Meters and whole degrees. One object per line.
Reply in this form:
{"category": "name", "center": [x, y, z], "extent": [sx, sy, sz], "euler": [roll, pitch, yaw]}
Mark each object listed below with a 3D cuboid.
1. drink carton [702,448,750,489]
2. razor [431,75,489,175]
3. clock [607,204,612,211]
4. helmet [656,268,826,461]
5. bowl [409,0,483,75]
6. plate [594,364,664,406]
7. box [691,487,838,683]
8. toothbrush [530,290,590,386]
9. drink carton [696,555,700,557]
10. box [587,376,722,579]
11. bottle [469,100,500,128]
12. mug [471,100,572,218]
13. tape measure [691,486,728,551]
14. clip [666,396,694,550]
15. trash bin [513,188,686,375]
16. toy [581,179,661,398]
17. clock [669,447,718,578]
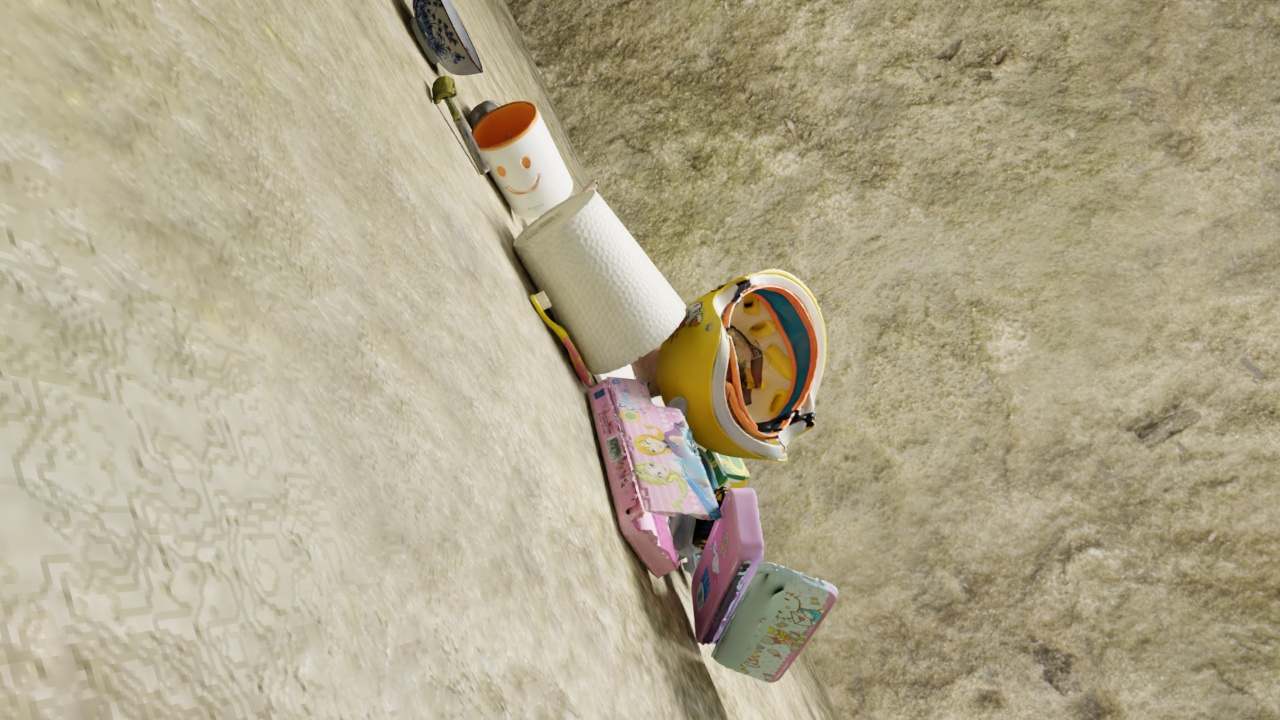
{"category": "drink carton", "center": [0.084, 0.169, 1.172], "extent": [0.041, 0.123, 0.058], "euler": [13, 33, -31]}
{"category": "razor", "center": [-0.181, -0.236, 0.940], "extent": [0.042, 0.026, 0.106], "euler": [-113, 179, -49]}
{"category": "clock", "center": [-0.078, -0.199, 1.513], "extent": [0.159, 0.081, 0.117], "euler": [77, 1, -66]}
{"category": "helmet", "center": [0.110, 0.006, 1.089], "extent": [0.239, 0.140, 0.209], "euler": [-48, 118, -43]}
{"category": "bowl", "center": [-0.220, -0.359, 1.006], "extent": [0.114, 0.045, 0.114], "euler": [-92, 156, -80]}
{"category": "plate", "center": [-0.007, 0.007, 1.166], "extent": [0.173, 0.036, 0.173], "euler": [20, 56, -32]}
{"category": "box", "center": [0.099, 0.222, 0.857], "extent": [0.140, 0.062, 0.215], "euler": [47, -31, 25]}
{"category": "toothbrush", "center": [-0.078, -0.021, 0.955], "extent": [0.135, 0.016, 0.021], "euler": [60, -1, -39]}
{"category": "drink carton", "center": [0.088, 0.245, 1.260], "extent": [0.129, 0.038, 0.044], "euler": [44, 21, -78]}
{"category": "box", "center": [0.015, 0.096, 0.909], "extent": [0.085, 0.091, 0.230], "euler": [60, 6, -34]}
{"category": "bottle", "center": [-0.185, -0.297, 1.117], "extent": [0.036, 0.036, 0.109], "euler": [63, 5, -18]}
{"category": "mug", "center": [-0.133, -0.228, 1.044], "extent": [0.082, 0.082, 0.105], "euler": [-111, 174, -45]}
{"category": "tape measure", "center": [0.081, 0.170, 0.964], "extent": [0.072, 0.042, 0.071], "euler": [52, 44, -62]}
{"category": "clip", "center": [0.023, 0.127, 0.995], "extent": [0.027, 0.091, 0.162], "euler": [14, 65, -31]}
{"category": "trash bin", "center": [-0.049, -0.087, 0.987], "extent": [0.161, 0.133, 0.133], "euler": [56, 8, -21]}
{"category": "toy", "center": [-0.021, -0.082, 1.130], "extent": [0.264, 0.065, 0.195], "euler": [46, 51, -14]}
{"category": "clock", "center": [0.054, 0.182, 1.055], "extent": [0.122, 0.075, 0.161], "euler": [60, 18, -49]}
